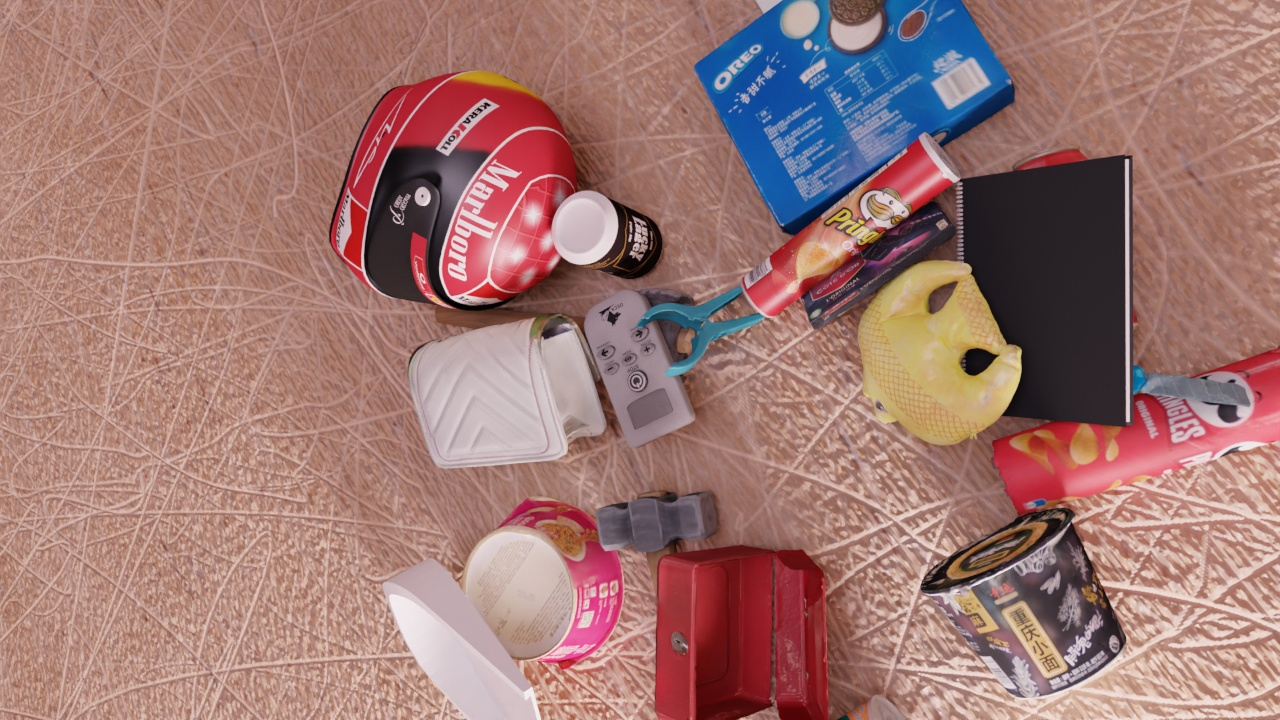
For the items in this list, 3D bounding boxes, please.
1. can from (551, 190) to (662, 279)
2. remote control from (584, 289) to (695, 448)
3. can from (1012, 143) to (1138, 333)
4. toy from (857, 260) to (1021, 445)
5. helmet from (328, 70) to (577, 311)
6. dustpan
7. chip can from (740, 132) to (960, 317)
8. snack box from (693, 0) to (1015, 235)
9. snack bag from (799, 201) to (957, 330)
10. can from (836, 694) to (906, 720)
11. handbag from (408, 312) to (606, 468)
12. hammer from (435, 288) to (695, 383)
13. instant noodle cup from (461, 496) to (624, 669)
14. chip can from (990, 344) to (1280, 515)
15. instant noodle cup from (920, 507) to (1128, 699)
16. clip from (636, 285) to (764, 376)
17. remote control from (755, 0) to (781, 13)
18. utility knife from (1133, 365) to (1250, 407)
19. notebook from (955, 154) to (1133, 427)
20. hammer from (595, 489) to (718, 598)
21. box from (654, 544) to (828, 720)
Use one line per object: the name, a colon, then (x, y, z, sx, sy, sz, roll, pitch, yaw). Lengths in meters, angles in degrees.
can: (-0.031, -0.124, 0.926, 0.072, 0.128, 0.072, -1, 87, 24)
remote control: (-0.005, 0.005, 0.909, 0.074, 0.019, 0.151, -28, 75, 24)
can: (0.365, -0.093, 0.777, 0.067, 0.067, 0.170, -15, 81, 23)
toy: (0.254, 0.000, 0.811, 0.155, 0.064, 0.170, -48, 50, 40)
helmet: (-0.180, -0.161, 0.960, 0.225, 0.197, 0.271, 34, 106, 27)
dustpan: (-0.183, 0.317, 0.939, 0.258, 0.053, 0.192, 37, 144, 43)
chip can: (0.188, -0.120, 0.848, 0.215, 0.051, 0.051, -38, 73, 29)
snack box: (0.195, -0.263, 0.870, 0.239, 0.056, 0.195, -31, 75, 21)
snack bag: (0.217, -0.087, 0.846, 0.155, 0.074, 0.018, -37, 109, 18)
can: (0.178, 0.380, 0.821, 0.144, 0.099, 0.099, -38, 73, 18)
handbag: (-0.143, 0.031, 0.967, 0.199, 0.096, 0.142, -8, 100, 37)
hammer: (-0.092, -0.036, 0.999, 0.329, 0.052, 0.098, 6, 90, 28)
instant noodle cup: (-0.113, 0.241, 0.973, 0.179, 0.077, 0.178, -1, 87, 25)
chip can: (0.410, 0.060, 0.746, 0.233, 0.073, 0.073, -23, 78, 23)
instant noodle cup: (0.320, 0.203, 0.756, 0.137, 0.137, 0.112, -33, 83, 20)
clip: (0.046, -0.048, 0.897, 0.121, 0.031, 0.130, 41, 63, 5)
remote control: (0.171, -0.402, 0.905, 0.144, 0.024, 0.049, -33, 74, 20)
utility knife: (0.373, 0.015, 0.755, 0.225, 0.015, 0.031, 11, 83, 49)
notebook: (0.329, -0.055, 0.760, 0.149, 0.016, 0.206, 4, 98, 55)
hammer: (0.038, 0.292, 0.921, 0.117, 0.051, 0.322, -12, 85, 25)
box: (0.088, 0.256, 0.849, 0.156, 0.147, 0.157, -1, 86, 6)
